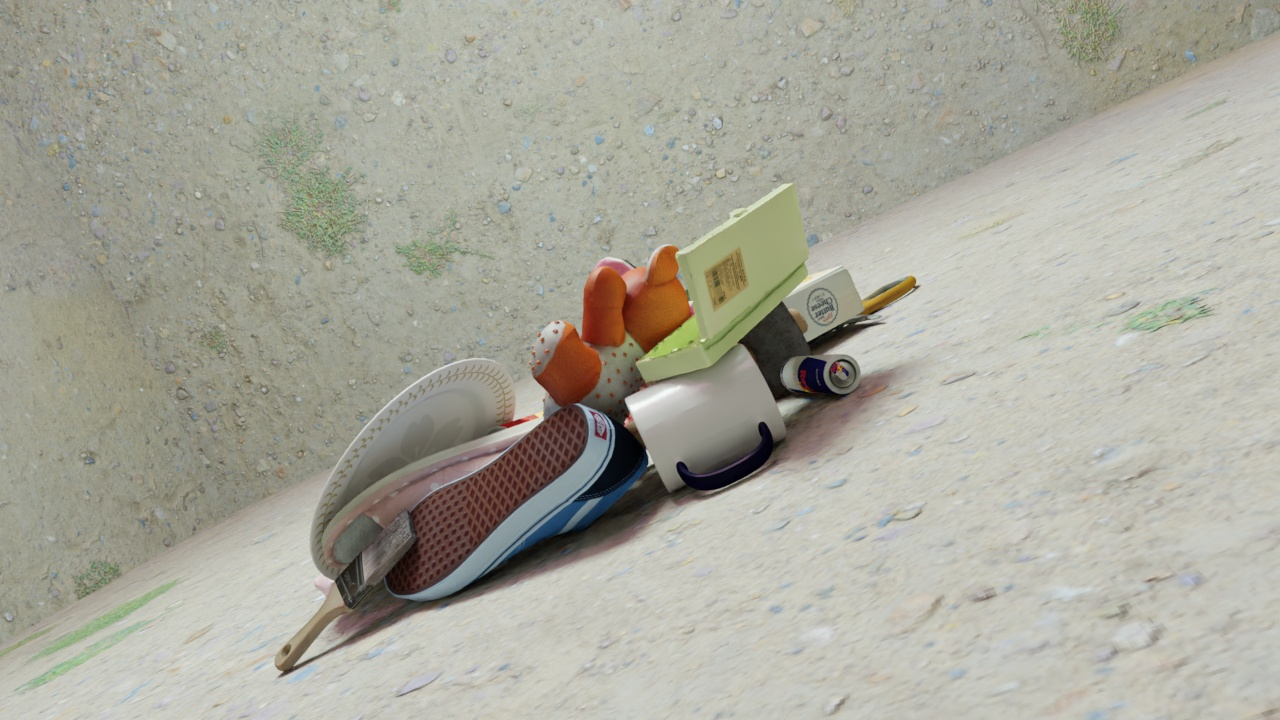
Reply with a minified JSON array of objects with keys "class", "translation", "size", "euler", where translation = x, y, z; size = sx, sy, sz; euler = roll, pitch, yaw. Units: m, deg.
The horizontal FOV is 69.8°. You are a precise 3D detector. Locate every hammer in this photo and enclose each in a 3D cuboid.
[{"class":"hammer","translation":[0.018,0.053,0.817],"size":[0.328,0.098,0.052],"euler":[-35,13,-12]}]

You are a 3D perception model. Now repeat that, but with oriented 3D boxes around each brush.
[{"class":"brush","translation":[-0.228,0.179,0.709],"size":[0.151,0.012,0.039],"euler":[-47,37,-5]}]

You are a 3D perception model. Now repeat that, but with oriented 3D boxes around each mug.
[{"class":"mug","translation":[0.052,0.051,0.673],"size":[0.097,0.079,0.111],"euler":[-26,33,-1]}]

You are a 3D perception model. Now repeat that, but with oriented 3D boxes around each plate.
[{"class":"plate","translation":[-0.204,0.098,0.840],"size":[0.241,0.016,0.243],"euler":[-45,-24,-27]}]

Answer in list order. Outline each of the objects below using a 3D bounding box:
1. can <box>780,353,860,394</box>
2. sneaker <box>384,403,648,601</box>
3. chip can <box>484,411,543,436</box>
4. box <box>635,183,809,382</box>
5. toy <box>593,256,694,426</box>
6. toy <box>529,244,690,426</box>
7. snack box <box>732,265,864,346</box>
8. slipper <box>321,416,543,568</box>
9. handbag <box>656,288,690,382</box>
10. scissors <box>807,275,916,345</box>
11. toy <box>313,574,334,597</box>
[{"class":"can","translation":[0.149,0.012,0.774],"size":[0.032,0.032,0.095],"euler":[-27,5,-13]},{"class":"sneaker","translation":[-0.092,0.126,0.710],"size":[0.242,0.083,0.098],"euler":[-35,-43,23]},{"class":"chip can","translation":[-0.079,0.071,0.969],"size":[0.052,0.052,0.214],"euler":[-22,-3,32]},{"class":"box","translation":[0.077,-0.056,0.716],"size":[0.187,0.066,0.128],"euler":[-38,-28,-50]},{"class":"toy","translation":[-0.005,0.005,0.913],"size":[0.194,0.159,0.084],"euler":[-66,-20,9]},{"class":"toy","translation":[-0.024,-0.012,0.751],"size":[0.172,0.093,0.164],"euler":[-50,-23,-28]},{"class":"snack box","translation":[0.144,-0.046,1.055],"size":[0.104,0.057,0.208],"euler":[-28,6,-27]},{"class":"slipper","translation":[-0.142,0.118,0.808],"size":[0.273,0.054,0.114],"euler":[-24,-31,-24]},{"class":"handbag","translation":[0.037,-0.002,0.980],"size":[0.106,0.122,0.067],"euler":[-26,3,33]},{"class":"scissors","translation":[0.236,-0.050,1.072],"size":[0.229,0.016,0.226],"euler":[-28,6,-19]},{"class":"toy","translation":[-0.272,0.193,0.903],"size":[0.064,0.047,0.109],"euler":[-25,-3,33]}]
